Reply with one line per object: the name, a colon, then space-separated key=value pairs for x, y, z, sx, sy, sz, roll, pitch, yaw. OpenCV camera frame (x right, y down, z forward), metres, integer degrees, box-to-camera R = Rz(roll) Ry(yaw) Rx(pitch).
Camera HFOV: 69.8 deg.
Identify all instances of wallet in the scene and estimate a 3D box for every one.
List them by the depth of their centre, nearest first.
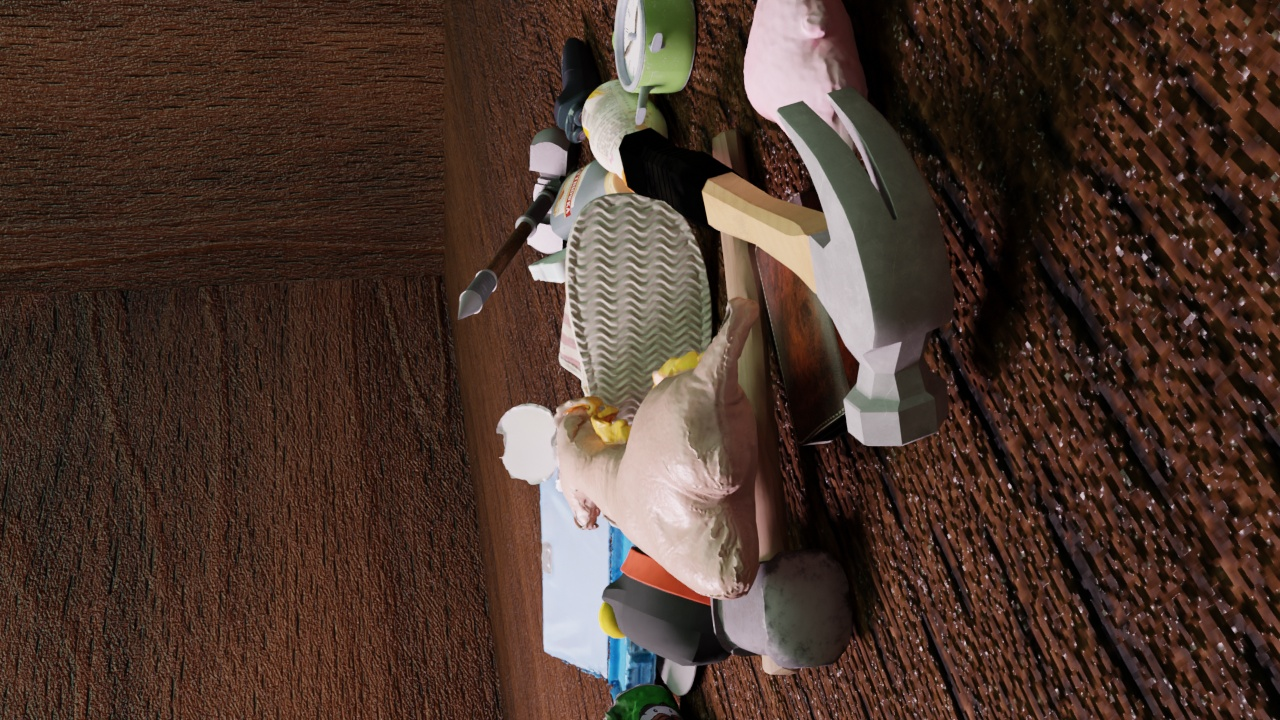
wallet: x=0.091 y=-0.021 z=0.493 sx=0.072 sy=0.019 sz=0.123 roll=122 pitch=141 yaw=-65

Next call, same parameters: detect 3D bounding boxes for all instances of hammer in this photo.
hammer: x=0.050 y=-0.080 z=0.474 sx=0.328 sy=0.039 sz=0.131 roll=-131 pitch=24 yaw=-63
hammer: x=0.068 y=0.016 z=0.549 sx=0.098 sy=0.052 sz=0.328 roll=139 pitch=128 yaw=-71
hammer: x=-0.132 y=-0.125 z=0.971 sx=0.321 sy=0.043 sz=0.156 roll=-69 pitch=-12 yaw=-55

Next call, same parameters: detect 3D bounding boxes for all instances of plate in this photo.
plate: x=0.025 y=0.200 z=0.805 sx=0.178 sy=0.012 sz=0.178 roll=175 pitch=91 yaw=-75

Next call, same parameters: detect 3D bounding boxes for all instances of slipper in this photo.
slipper: x=-0.004 y=0.004 z=0.690 sx=0.052 sy=0.115 sz=0.263 roll=-97 pitch=3 yaw=-71

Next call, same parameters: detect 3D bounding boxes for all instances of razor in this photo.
razor: x=-0.066 y=-0.283 z=0.940 sx=0.047 sy=0.052 sz=0.142 roll=101 pitch=164 yaw=-52

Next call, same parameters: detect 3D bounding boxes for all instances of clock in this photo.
clock: x=0.008 y=-0.247 z=0.689 sx=0.095 sy=0.042 sz=0.119 roll=110 pitch=151 yaw=-54

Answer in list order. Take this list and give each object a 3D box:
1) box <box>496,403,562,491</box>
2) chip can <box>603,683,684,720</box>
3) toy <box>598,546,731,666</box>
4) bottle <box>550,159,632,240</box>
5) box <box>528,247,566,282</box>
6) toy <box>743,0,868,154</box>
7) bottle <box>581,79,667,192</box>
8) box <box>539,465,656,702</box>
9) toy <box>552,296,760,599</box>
box: x=-0.050 y=0.076 z=0.786 sx=0.118 sy=0.160 sz=0.084 roll=-137 pitch=50 yaw=-83
chip can: x=0.030 y=0.344 z=0.714 sx=0.223 sy=0.075 sz=0.075 roll=-142 pitch=50 yaw=-70
toy: x=0.034 y=0.145 z=0.623 sx=0.100 sy=0.097 sz=0.119 roll=170 pitch=118 yaw=-75
bottle: x=-0.036 y=-0.151 z=0.841 sx=0.072 sy=0.046 sz=0.161 roll=-68 pitch=19 yaw=-6
box: x=-0.042 y=-0.072 z=0.900 sx=0.096 sy=0.085 sz=0.199 roll=62 pitch=171 yaw=-12
toy: x=0.078 y=-0.148 z=0.446 sx=0.102 sy=0.050 sz=0.093 roll=-114 pitch=13 yaw=-59
bottle: x=-0.008 y=-0.175 z=0.727 sx=0.108 sy=0.063 sz=0.063 roll=-109 pitch=21 yaw=-44
box: x=-0.030 y=0.220 z=0.873 sx=0.173 sy=0.066 sz=0.232 roll=28 pitch=124 yaw=48
toy: x=0.001 y=0.043 z=0.552 sx=0.264 sy=0.065 sz=0.196 roll=-151 pitch=62 yaw=-65
